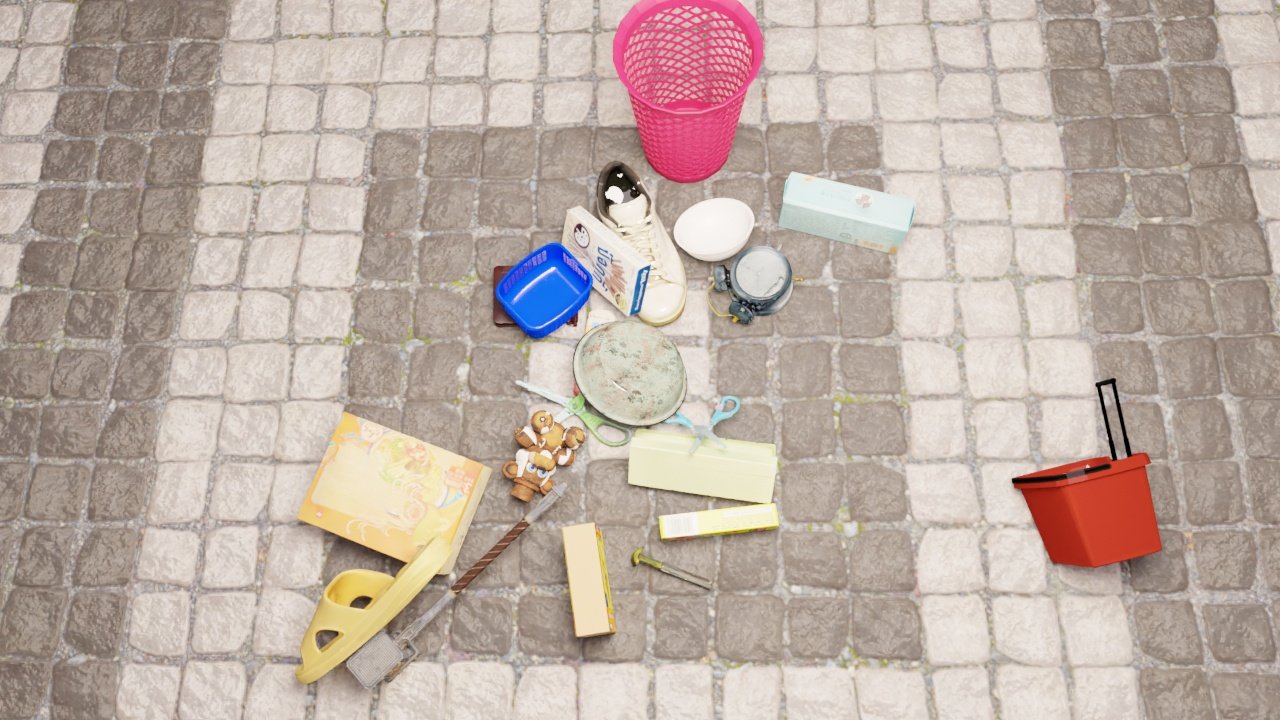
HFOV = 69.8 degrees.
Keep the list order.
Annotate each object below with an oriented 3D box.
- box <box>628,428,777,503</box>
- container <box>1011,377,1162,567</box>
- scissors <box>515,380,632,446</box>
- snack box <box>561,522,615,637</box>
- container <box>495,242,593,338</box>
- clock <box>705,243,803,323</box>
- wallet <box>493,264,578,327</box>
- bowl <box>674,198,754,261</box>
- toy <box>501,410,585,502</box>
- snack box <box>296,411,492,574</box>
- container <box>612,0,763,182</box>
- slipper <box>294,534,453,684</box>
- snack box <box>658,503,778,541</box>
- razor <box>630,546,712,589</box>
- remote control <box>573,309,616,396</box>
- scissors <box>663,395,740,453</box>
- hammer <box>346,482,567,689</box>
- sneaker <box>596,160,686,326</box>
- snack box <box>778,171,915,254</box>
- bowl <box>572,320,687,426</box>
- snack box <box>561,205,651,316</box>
[{"bbox_3d":[0.079,0.136,1.168,0.188,0.089,0.078,7,104,4],"label":"box"},{"bbox_3d":[0.526,0.134,1.094,0.127,0.148,0.200,-13,82,-2],"label":"container"},{"bbox_3d":[-0.084,0.055,1.212,0.171,0.023,0.168,26,93,3],"label":"scissors"},{"bbox_3d":[-0.062,0.268,1.114,0.040,0.088,0.125,-9,72,0],"label":"snack box"},{"bbox_3d":[-0.127,-0.090,1.231,0.114,0.058,0.096,-41,79,-14],"label":"container"},{"bbox_3d":[0.150,-0.102,1.239,0.129,0.052,0.090,-29,73,-1],"label":"clock"},{"bbox_3d":[-0.145,-0.089,1.268,0.115,0.018,0.091,-2,72,0],"label":"wallet"},{"bbox_3d":[0.104,-0.171,1.259,0.110,0.040,0.109,-9,49,11],"label":"bowl"},{"bbox_3d":[-0.128,0.126,1.173,0.087,0.067,0.112,29,77,-18],"label":"toy"},{"bbox_3d":[-0.305,0.167,1.161,0.195,0.081,0.145,20,80,8],"label":"snack box"},{"bbox_3d":[0.063,-0.348,1.227,0.183,0.226,0.183,-1,72,3],"label":"container"},{"bbox_3d":[-0.329,0.282,1.072,0.264,0.099,0.078,-42,96,15],"label":"slipper"},{"bbox_3d":[0.097,0.203,1.151,0.148,0.040,0.029,-7,73,1],"label":"snack box"},{"bbox_3d":[0.040,0.261,1.143,0.106,0.042,0.026,22,72,0],"label":"razor"},{"bbox_3d":[-0.061,-0.008,1.237,0.038,0.018,0.125,9,75,5],"label":"remote control"},{"bbox_3d":[0.070,0.079,1.174,0.126,0.135,0.015,4,116,25],"label":"scissors"},{"bbox_3d":[-0.209,0.263,1.116,0.321,0.098,0.044,-43,80,-10],"label":"hammer"},{"bbox_3d":[0.000,-0.168,1.239,0.089,0.102,0.241,-20,73,-3],"label":"sneaker"},{"bbox_3d":[0.278,-0.200,1.249,0.175,0.075,0.053,14,74,7],"label":"snack box"},{"bbox_3d":[-0.007,0.007,1.186,0.157,0.039,0.157,10,58,-16],"label":"bowl"},{"bbox_3d":[-0.049,-0.134,1.225,0.026,0.082,0.150,-24,54,-37],"label":"snack box"}]
